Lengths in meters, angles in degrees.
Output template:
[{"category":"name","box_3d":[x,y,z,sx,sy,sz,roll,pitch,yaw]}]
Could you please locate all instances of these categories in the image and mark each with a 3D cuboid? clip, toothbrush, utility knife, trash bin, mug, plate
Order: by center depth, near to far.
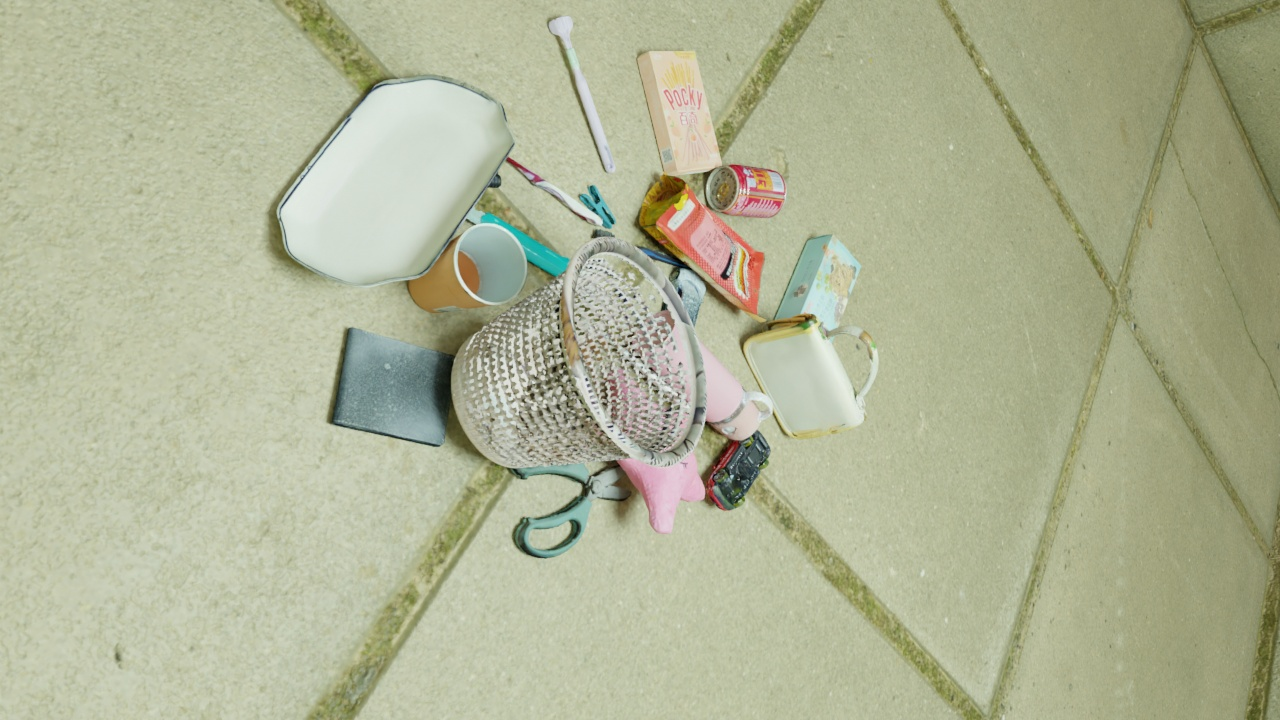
[{"category":"plate","box_3d":[-0.232,-0.173,0.894,0.162,0.034,0.265,23,62,6]},{"category":"mug","box_3d":[-0.177,-0.084,0.908,0.078,0.123,0.078,6,79,-38]},{"category":"trash bin","box_3d":[-0.071,0.016,0.914,0.227,0.193,0.227,33,48,-45]},{"category":"utility knife","box_3d":[-0.140,-0.135,1.016,0.209,0.013,0.029,30,68,-35]},{"category":"toothbrush","box_3d":[-0.115,-0.199,1.044,0.187,0.016,0.017,31,73,-32]},{"category":"toothbrush","box_3d":[-0.006,0.006,1.093,0.180,0.016,0.016,41,70,-20]},{"category":"clip","box_3d":[-0.049,-0.182,1.097,0.057,0.015,0.048,51,54,-21]},{"category":"toothbrush","box_3d":[-0.066,-0.315,1.099,0.029,0.021,0.189,-19,100,-1]},{"category":"toothbrush","box_3d":[0.017,-0.134,1.146,0.189,0.014,0.016,12,51,-38]}]

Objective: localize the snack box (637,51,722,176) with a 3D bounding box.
[{"category":"snack box","box_3d":[0.052,-0.321,1.190,0.084,0.026,0.157,-17,95,-40]}]

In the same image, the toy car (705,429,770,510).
[{"category":"toy car","box_3d":[0.123,0.140,1.172,0.053,0.045,0.120,54,50,-17]}]

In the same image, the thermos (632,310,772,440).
[{"category":"thermos","box_3d":[0.082,0.021,1.124,0.198,0.087,0.067,44,43,-30]}]

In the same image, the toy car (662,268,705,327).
[{"category":"toy car","box_3d":[0.055,-0.069,1.155,0.049,0.031,0.105,29,66,-34]}]

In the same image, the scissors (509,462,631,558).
[{"category":"scissors","box_3d":[-0.081,0.131,1.025,0.177,0.019,0.169,-28,101,-37]}]

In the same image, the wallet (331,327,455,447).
[{"category":"wallet","box_3d":[-0.241,0.028,0.910,0.120,0.019,0.097,18,72,-38]}]

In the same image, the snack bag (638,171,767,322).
[{"category":"snack bag","box_3d":[0.093,-0.146,1.175,0.208,0.073,0.128,37,41,-33]}]

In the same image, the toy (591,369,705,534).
[{"category":"toy","box_3d":[0.014,0.092,1.071,0.194,0.075,0.178,58,31,-3]}]

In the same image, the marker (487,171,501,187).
[{"category":"marker","box_3d":[-0.205,-0.194,0.968,0.130,0.018,0.022,-5,95,-40]}]

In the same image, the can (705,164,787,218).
[{"category":"can","box_3d":[0.141,-0.225,1.223,0.093,0.067,0.066,-3,86,-40]}]

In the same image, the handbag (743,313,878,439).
[{"category":"handbag","box_3d":[0.242,0.014,1.203,0.063,0.179,0.163,-41,108,-41]}]

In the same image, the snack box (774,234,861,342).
[{"category":"snack box","box_3d":[0.251,-0.090,1.304,0.074,0.052,0.174,41,60,-29]}]
